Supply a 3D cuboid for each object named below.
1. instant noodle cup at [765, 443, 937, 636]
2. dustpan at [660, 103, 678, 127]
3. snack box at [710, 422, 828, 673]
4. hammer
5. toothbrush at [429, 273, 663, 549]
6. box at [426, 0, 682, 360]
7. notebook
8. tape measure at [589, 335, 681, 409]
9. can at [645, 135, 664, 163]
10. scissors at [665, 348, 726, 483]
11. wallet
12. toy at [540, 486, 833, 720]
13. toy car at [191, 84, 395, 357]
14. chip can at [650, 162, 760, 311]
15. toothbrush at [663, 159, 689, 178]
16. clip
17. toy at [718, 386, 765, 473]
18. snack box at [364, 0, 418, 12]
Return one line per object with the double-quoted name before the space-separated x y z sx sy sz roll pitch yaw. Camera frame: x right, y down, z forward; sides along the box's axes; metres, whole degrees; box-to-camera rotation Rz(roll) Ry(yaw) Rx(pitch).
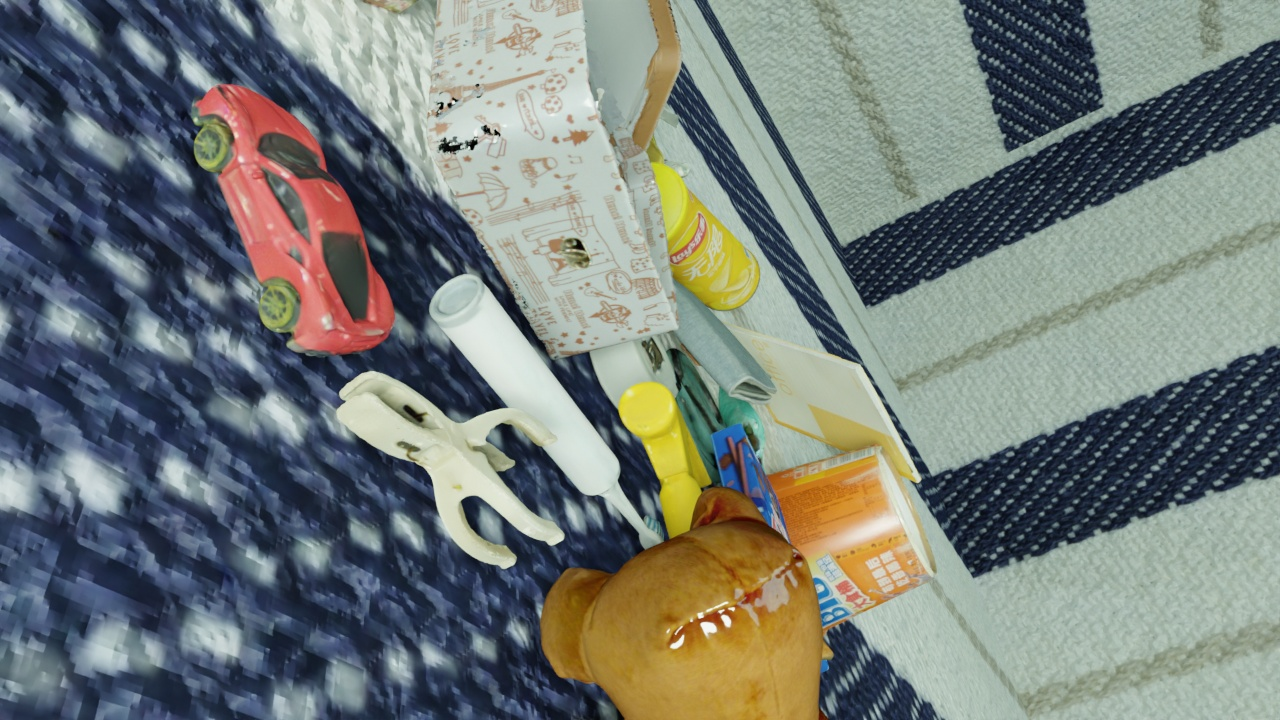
"instant noodle cup" 0.178 0.147 0.789 0.151 0.112 0.151 54 20 -31
"dustpan" -0.093 -0.304 0.688 0.258 0.142 0.222 70 -5 -64
"snack box" 0.084 0.123 0.614 0.157 0.026 0.084 -100 164 -53
"hammer" 0.047 0.160 0.497 0.129 0.033 0.300 54 19 -74
"toothbrush" -0.033 0.041 0.457 0.221 0.027 0.026 57 26 -42
"box" -0.031 -0.156 0.519 0.179 0.103 0.260 66 16 -53
"notebook" 0.163 0.034 0.870 0.146 0.010 0.206 56 -17 -28
"tape measure" -0.004 0.003 0.592 0.066 0.034 0.066 61 18 -7
"can" -0.029 -0.204 0.760 0.102 0.057 0.083 46 24 -45
"scissors" 0.057 0.078 0.691 0.185 0.019 0.129 63 18 -2
"wallet" 0.049 -0.017 0.737 0.129 0.037 0.106 51 10 22
"toy" 0.037 0.165 0.386 0.199 0.140 0.131 66 -24 -1
"toy car" -0.123 -0.052 0.329 0.106 0.031 0.049 64 16 5
"chip can" 0.043 -0.100 0.803 0.213 0.072 0.072 27 41 -64
"toothbrush" 0.017 -0.171 0.820 0.187 0.016 0.017 -130 -161 -71
"clip" -0.069 0.033 0.366 0.101 0.035 0.096 52 25 -15
"toy" 0.086 0.058 0.768 0.091 0.030 0.096 -101 175 -72
"snack box" -0.131 -0.210 0.442 0.025 0.075 0.152 65 17 -2
